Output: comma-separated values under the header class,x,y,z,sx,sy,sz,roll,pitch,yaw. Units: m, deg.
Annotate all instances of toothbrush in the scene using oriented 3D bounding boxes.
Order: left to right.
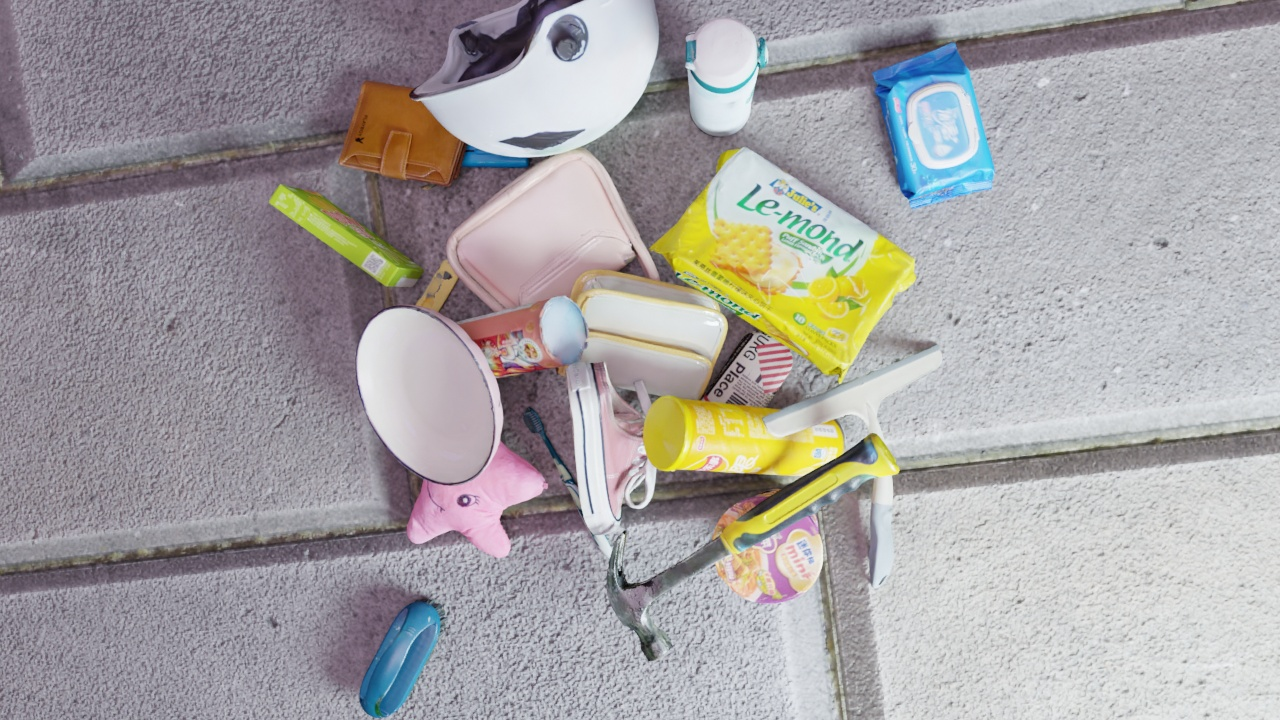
class,x,y,z,sx,sy,sz,roll,pitch,yaw
toothbrush,-0.082,0.137,1.023,0.016,0.018,0.191,-29,90,30

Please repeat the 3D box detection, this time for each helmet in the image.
class,x,y,z,sx,sy,sz,roll,pitch,yaw
helmet,-0.087,-0.287,0.915,0.258,0.229,0.146,-49,124,-17

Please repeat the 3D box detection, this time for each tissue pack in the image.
class,x,y,z,sx,sy,sz,roll,pitch,yaw
tissue pack,0.306,-0.243,0.954,0.095,0.052,0.157,-15,92,5

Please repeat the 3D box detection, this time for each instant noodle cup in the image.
class,x,y,z,sx,sy,sz,roll,pitch,yaw
instant noodle cup,0.139,0.185,0.960,0.112,0.099,0.111,2,97,17

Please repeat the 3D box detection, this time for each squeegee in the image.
class,x,y,z,sx,sy,sz,roll,pitch,yaw
squeegee,0.246,0.136,0.955,0.245,0.039,0.247,-19,110,-28

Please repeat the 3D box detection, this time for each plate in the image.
class,x,y,z,sx,sy,sz,roll,pitch,yaw
plate,-0.208,0.032,0.929,0.193,0.038,0.193,14,116,30

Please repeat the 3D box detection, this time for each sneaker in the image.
class,x,y,z,sx,sy,sz,roll,pitch,yaw
sneaker,-0.024,0.093,0.935,0.088,0.118,0.241,-7,134,-4

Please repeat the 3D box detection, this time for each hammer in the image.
class,x,y,z,sx,sy,sz,roll,pitch,yaw
hammer,0.101,0.168,0.902,0.324,0.031,0.126,-35,85,17

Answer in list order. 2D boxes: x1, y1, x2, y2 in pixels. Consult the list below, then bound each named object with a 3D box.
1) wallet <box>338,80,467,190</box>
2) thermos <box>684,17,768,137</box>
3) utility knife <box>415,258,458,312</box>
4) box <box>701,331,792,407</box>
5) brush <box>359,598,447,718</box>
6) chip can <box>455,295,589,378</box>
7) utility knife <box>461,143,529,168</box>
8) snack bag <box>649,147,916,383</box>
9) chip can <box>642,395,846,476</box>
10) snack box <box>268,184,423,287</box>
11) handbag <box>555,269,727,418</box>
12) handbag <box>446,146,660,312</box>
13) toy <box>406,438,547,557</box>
class,x,y,z,sx,sy,sz,roll,pitch,yaw
wallet,-0.254,-0.241,1.000,0.131,0.035,0.119,12,76,9
thermos,0.081,-0.270,0.885,0.073,0.224,0.073,0,93,4
utility knife,-0.248,-0.049,1.032,0.031,0.018,0.151,33,91,-3
box,0.103,0.043,0.995,0.074,0.064,0.164,38,95,25
brush,-0.270,0.335,1.022,0.055,0.073,0.144,29,95,7
chip can,-0.155,-0.015,0.944,0.215,0.071,0.071,-10,92,37
utility knife,-0.205,-0.229,1.016,0.166,0.018,0.034,0,94,6
snack bag,0.148,-0.098,0.946,0.246,0.068,0.157,34,69,4
chip can,0.108,0.079,0.922,0.213,0.072,0.072,7,94,-33
snack box,-0.317,-0.134,0.996,0.156,0.085,0.026,35,97,3
handbag,-0.006,0.006,0.970,0.163,0.063,0.179,11,113,-11
handbag,-0.073,-0.091,0.988,0.193,0.093,0.234,-37,97,5
toy,-0.181,0.117,1.000,0.179,0.074,0.194,3,95,18
